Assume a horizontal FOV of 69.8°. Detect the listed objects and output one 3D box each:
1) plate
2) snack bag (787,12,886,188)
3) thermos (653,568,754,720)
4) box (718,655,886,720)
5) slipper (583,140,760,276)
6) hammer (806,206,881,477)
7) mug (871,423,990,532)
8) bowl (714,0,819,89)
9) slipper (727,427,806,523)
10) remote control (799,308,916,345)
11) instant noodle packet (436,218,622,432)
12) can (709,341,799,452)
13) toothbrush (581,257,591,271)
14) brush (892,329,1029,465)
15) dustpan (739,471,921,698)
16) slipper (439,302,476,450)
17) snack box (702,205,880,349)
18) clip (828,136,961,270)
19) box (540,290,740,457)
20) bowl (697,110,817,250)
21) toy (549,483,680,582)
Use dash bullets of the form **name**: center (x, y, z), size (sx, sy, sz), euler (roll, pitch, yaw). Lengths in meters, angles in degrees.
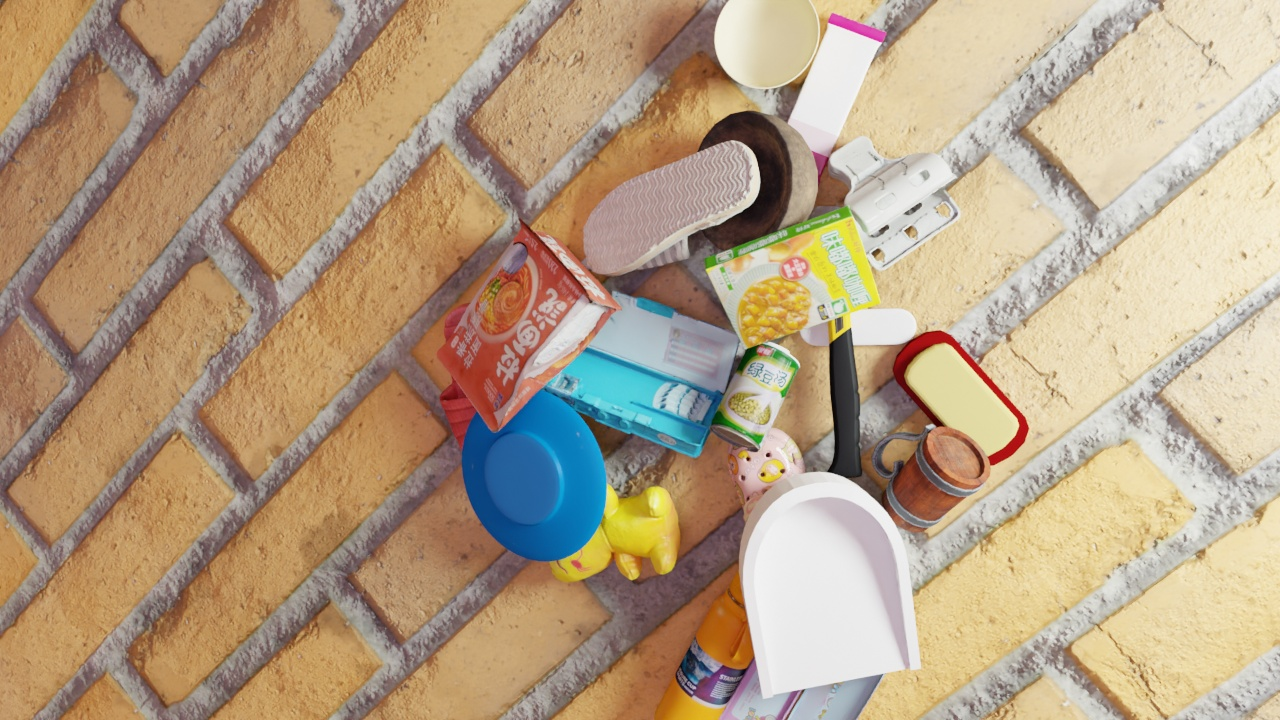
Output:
- **plate**: center (-0.143, 0.146, 1.151), size (0.225, 0.024, 0.224), euler (5, 100, 29)
- **snack bag**: center (0.217, -0.304, 1.085), size (0.070, 0.016, 0.197), euler (24, 102, 9)
- **thermos**: center (0.104, 0.377, 1.155), size (0.091, 0.076, 0.233), euler (40, 108, 49)
- **box**: center (0.202, 0.420, 1.157), size (0.151, 0.040, 0.214), euler (32, 103, 23)
- **slipper**: center (0.035, -0.176, 1.092), size (0.273, 0.054, 0.114), euler (-23, 76, 42)
- **hammer**: center (0.237, -0.023, 1.088), size (0.127, 0.029, 0.323), euler (-4, 89, 15)
- **mug**: center (0.325, 0.127, 1.061), size (0.117, 0.081, 0.111), euler (57, 141, 28)
- **bowl**: center (0.150, -0.369, 1.065), size (0.118, 0.074, 0.118), euler (2, 96, 15)
- **slipper**: center (0.164, 0.178, 1.121), size (0.093, 0.081, 0.197), euler (-15, 94, 15)
- **remote control**: center (0.261, -0.040, 1.104), size (0.137, 0.013, 0.043), euler (-1, 96, 15)
- **instant noodle packet**: center (-0.153, -0.039, 1.147), size (0.221, 0.084, 0.164), euler (-50, 58, 13)
- **can**: center (0.136, 0.042, 1.097), size (0.067, 0.067, 0.120), euler (25, 76, 11)
- **toothbrush**: center (-0.130, -0.065, 1.187), size (0.187, 0.012, 0.017), euler (-43, 69, 2)
- **brush**: center (0.372, 0.045, 1.069), size (0.082, 0.041, 0.173), euler (-42, 85, 15)
- **dustpan**: center (0.215, 0.261, 1.062), size (0.191, 0.053, 0.258), euler (-11, 96, 1)
- **slipper**: center (-0.215, 0.046, 1.218), size (0.104, 0.059, 0.249), euler (-14, 91, 16)
- **snack box**: center (0.172, -0.089, 1.033), size (0.168, 0.027, 0.132), euler (-19, 130, 14)
- **clip**: center (0.278, -0.195, 1.034), size (0.126, 0.105, 0.151), euler (-33, 86, -9)
- **box**: center (-0.003, 0.010, 1.152), size (0.227, 0.086, 0.168), euler (20, 84, 12)
- **bowl**: center (0.137, -0.204, 1.062), size (0.162, 0.070, 0.162), euler (9, 102, 49)
- **toy**: center (-0.042, 0.210, 1.174), size (0.194, 0.087, 0.134), euler (-13, 106, 24)
